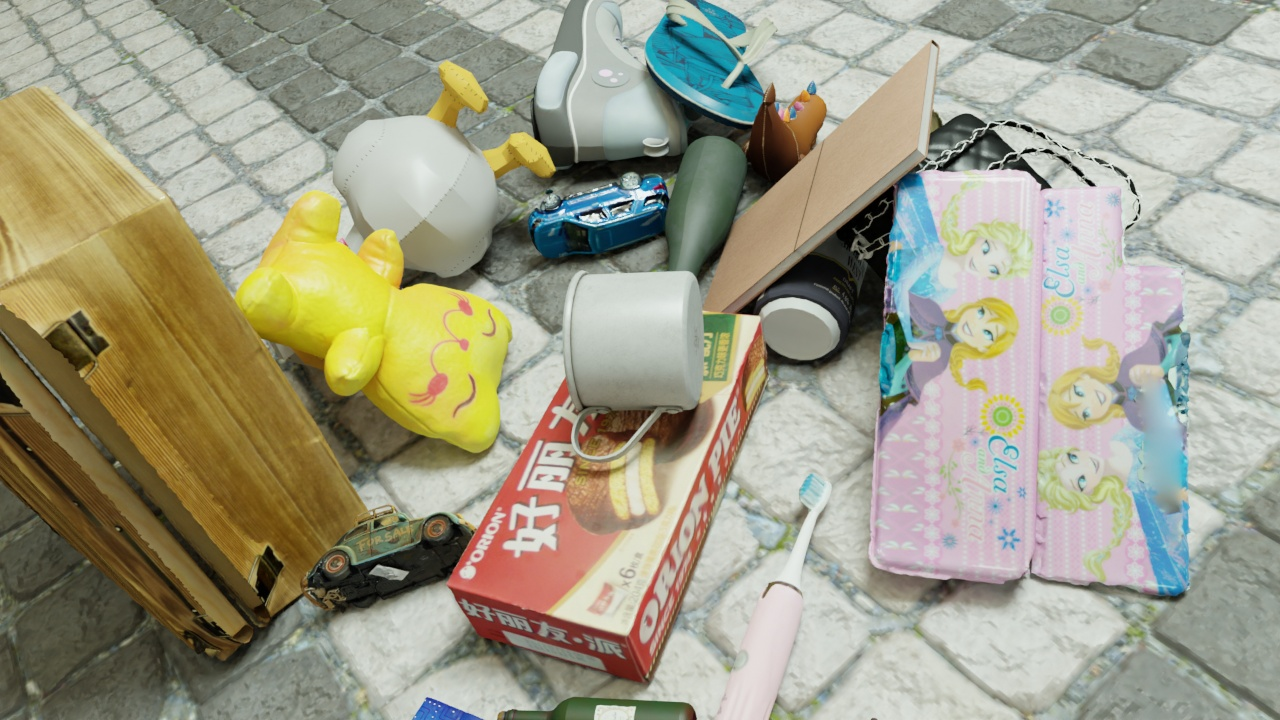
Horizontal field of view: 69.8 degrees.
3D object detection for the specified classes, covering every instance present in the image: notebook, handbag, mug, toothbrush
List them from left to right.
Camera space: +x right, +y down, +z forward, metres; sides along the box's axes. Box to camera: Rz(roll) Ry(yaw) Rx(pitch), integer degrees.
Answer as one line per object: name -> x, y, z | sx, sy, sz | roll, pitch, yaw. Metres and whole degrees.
mug -> -0.003, 0.003, 0.529 | 0.070, 0.084, 0.113 | -1, 75, 12
toothbrush -> 0.066, 0.150, 0.484 | 0.027, 0.026, 0.221 | -30, 26, 49
notebook -> 0.118, -0.113, 0.628 | 0.210, 0.008, 0.141 | -41, 19, 43
handbag -> 0.211, -0.077, 0.571 | 0.125, 0.115, 0.153 | -30, 71, -14

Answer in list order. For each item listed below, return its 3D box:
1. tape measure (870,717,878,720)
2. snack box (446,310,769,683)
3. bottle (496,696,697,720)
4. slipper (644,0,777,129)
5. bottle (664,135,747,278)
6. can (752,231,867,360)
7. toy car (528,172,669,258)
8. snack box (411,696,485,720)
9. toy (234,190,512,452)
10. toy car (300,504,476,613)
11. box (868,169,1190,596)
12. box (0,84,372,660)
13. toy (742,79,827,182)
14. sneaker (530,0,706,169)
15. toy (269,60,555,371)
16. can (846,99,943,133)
tape measure -> 0.098, 0.202, 0.420 | 0.059, 0.030, 0.068 | -5, 45, 10
snack box -> -0.009, 0.066, 0.564 | 0.113, 0.060, 0.235 | 8, 49, 24
bottle -> -0.024, 0.188, 0.474 | 0.106, 0.025, 0.025 | -3, 46, 14
slipper -> 0.067, -0.302, 0.855 | 0.118, 0.060, 0.294 | 16, 36, -7
bottle -> 0.043, -0.104, 0.719 | 0.055, 0.055, 0.173 | 2, 49, 19
can -> 0.124, -0.063, 0.646 | 0.064, 0.064, 0.127 | 7, 49, 22
toy car -> -0.032, -0.116, 0.753 | 0.120, 0.056, 0.043 | -16, 58, -4
snack box -> -0.064, 0.227, 0.447 | 0.150, 0.027, 0.082 | 10, 50, 25
toy -> -0.179, -0.015, 0.626 | 0.088, 0.193, 0.134 | -34, 39, 35
toy car -> -0.153, 0.115, 0.568 | 0.112, 0.047, 0.047 | -18, 49, -2
box -> 0.213, 0.007, 0.501 | 0.159, 0.035, 0.230 | 3, 78, 17
box -> -0.320, 0.022, 0.550 | 0.175, 0.280, 0.247 | -38, 48, -25
toy -> 0.123, -0.201, 0.757 | 0.071, 0.103, 0.090 | 23, 63, 27
sneaker -> -0.006, -0.276, 0.889 | 0.160, 0.093, 0.256 | 5, 47, 10
toy -> -0.203, -0.111, 0.753 | 0.268, 0.141, 0.246 | -44, 27, 7
can -> 0.189, -0.157, 0.703 | 0.086, 0.086, 0.043 | -35, 45, -17
